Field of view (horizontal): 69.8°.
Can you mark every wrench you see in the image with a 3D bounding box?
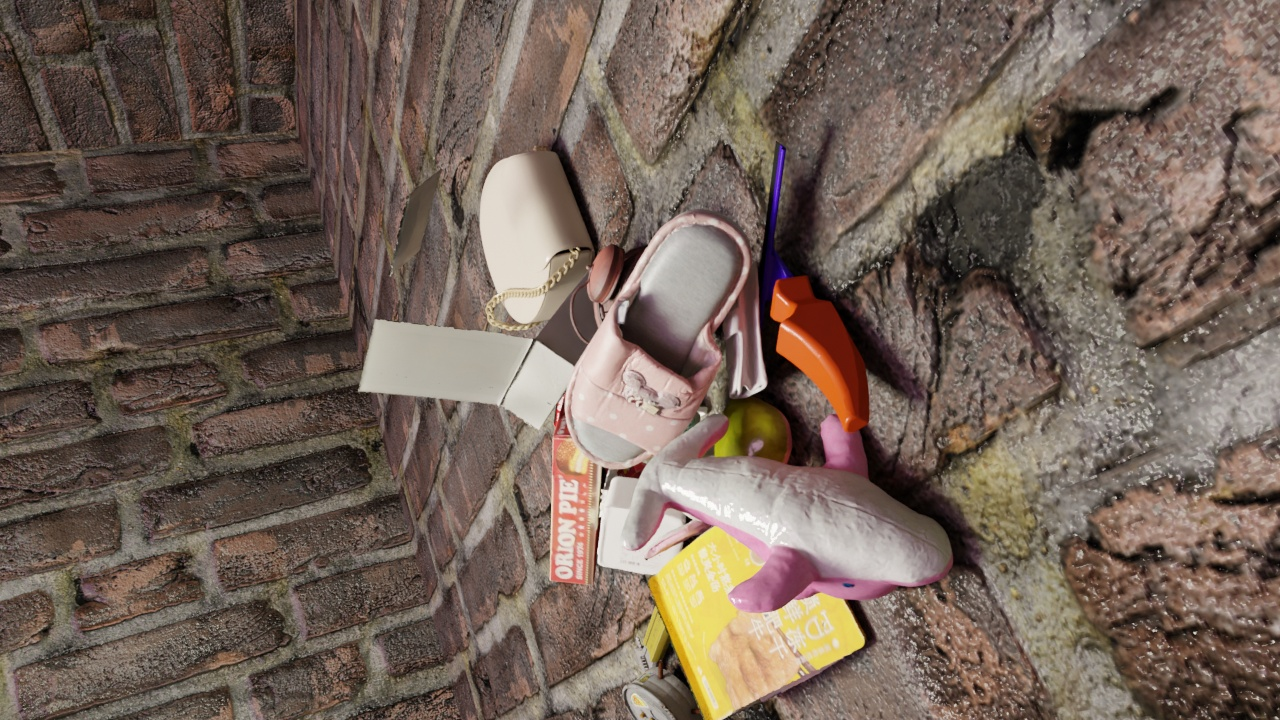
[{"bbox_3d":[0.020,0.365,1.167,0.274,0.018,0.083,102,148,-54],"label":"wrench"}]

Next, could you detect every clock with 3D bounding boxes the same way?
[{"bbox_3d":[0.007,-0.053,0.869,0.072,0.157,0.120,167,91,-71],"label":"clock"},{"bbox_3d":[0.024,0.442,1.152,0.104,0.056,0.148,43,145,15],"label":"clock"}]

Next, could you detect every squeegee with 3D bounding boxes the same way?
[{"bbox_3d":[0.137,-0.018,0.726,0.250,0.055,0.184,90,168,-46],"label":"squeegee"}]

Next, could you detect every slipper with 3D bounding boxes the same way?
[{"bbox_3d":[0.010,-0.004,0.788,0.054,0.114,0.275,-74,8,-58],"label":"slipper"}]

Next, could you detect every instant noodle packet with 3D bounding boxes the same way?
[{"bbox_3d":[0.115,0.234,0.887,0.222,0.084,0.163,-51,54,46],"label":"instant noodle packet"}]

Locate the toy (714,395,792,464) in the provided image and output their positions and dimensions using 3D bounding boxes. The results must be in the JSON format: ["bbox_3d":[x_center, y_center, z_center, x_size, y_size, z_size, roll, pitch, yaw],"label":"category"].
[{"bbox_3d":[0.097,0.089,0.845,0.090,0.051,0.110,27,101,54],"label":"toy"}]

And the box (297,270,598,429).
[{"bbox_3d":[-0.167,-0.006,0.999,0.150,0.368,0.167,68,151,20],"label":"box"}]

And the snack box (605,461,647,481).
[{"bbox_3d":[-0.032,0.122,1.192,0.089,0.021,0.133,69,154,17],"label":"snack box"}]

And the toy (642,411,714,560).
[{"bbox_3d":[0.054,0.095,0.912,0.106,0.130,0.206,4,122,25],"label":"toy"}]

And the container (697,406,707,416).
[{"bbox_3d":[0.011,0.047,1.006,0.129,0.080,0.049,144,123,-63],"label":"container"}]

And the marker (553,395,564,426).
[{"bbox_3d":[-0.108,0.045,1.319,0.023,0.021,0.145,48,143,35],"label":"marker"}]

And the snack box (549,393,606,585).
[{"bbox_3d":[-0.075,0.156,1.143,0.113,0.060,0.237,-81,-3,-57],"label":"snack box"}]

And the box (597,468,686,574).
[{"bbox_3d":[-0.005,0.165,1.084,0.136,0.124,0.109,-76,-5,-53],"label":"box"}]

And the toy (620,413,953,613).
[{"bbox_3d":[0.119,0.140,0.742,0.266,0.186,0.128,15,141,33],"label":"toy"}]

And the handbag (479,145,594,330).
[{"bbox_3d":[-0.150,-0.159,1.217,0.209,0.103,0.210,-46,61,57],"label":"handbag"}]

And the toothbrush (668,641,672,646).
[{"bbox_3d":[0.057,0.352,1.114,0.017,0.021,0.135,65,159,-9],"label":"toothbrush"}]

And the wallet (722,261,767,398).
[{"bbox_3d":[0.086,-0.025,0.813,0.086,0.032,0.116,103,165,-76],"label":"wallet"}]
